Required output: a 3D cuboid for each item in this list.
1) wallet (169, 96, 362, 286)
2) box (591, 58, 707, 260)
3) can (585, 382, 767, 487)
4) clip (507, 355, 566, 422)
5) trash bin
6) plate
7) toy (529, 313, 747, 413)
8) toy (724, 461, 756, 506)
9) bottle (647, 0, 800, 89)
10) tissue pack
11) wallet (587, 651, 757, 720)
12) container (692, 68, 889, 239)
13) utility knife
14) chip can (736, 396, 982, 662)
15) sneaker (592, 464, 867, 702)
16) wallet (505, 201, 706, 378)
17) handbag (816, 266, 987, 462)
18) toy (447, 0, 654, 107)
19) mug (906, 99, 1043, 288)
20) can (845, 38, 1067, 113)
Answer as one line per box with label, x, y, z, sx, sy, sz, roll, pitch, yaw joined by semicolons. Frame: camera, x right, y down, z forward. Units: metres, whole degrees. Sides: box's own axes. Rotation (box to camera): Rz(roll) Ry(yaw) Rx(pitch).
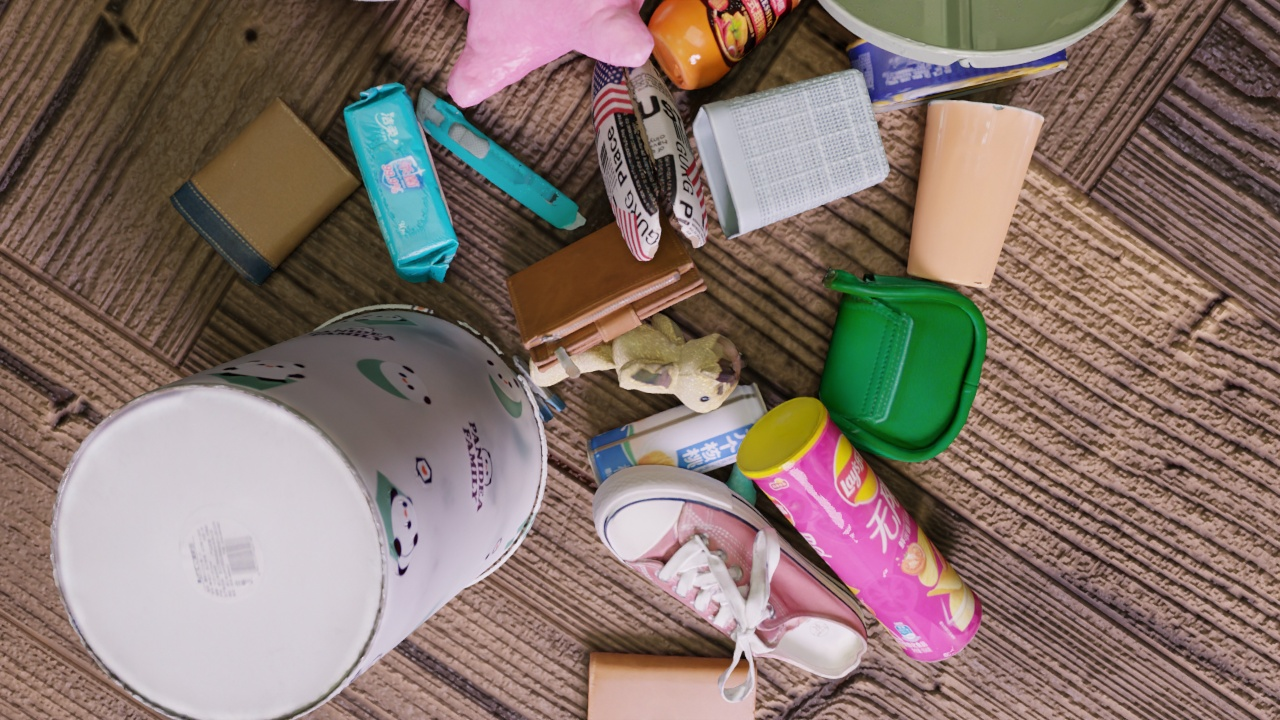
wallet;-0.279;-0.126;0.685;0.115;0.033;0.090;-43;96;4
box;-0.008;-0.144;0.634;0.082;0.075;0.163;-18;67;13
can;0.030;0.061;0.684;0.134;0.053;0.053;-20;95;3
clip;-0.082;0.021;0.697;0.038;0.026;0.058;-40;93;12
trash bin;-0.199;0.086;0.581;0.230;0.251;0.229;1;97;8
plate;0.213;-0.282;0.612;0.230;0.027;0.229;-1;65;2
toy;-0.004;0.004;0.662;0.157;0.105;0.066;3;109;18
toy;0.046;0.127;0.703;0.092;0.030;0.096;-9;102;7
bottle;0.077;-0.257;0.652;0.149;0.067;0.067;-37;94;-3
tissue pack;-0.167;-0.118;0.651;0.050;0.093;0.133;-19;95;-13
wallet;0.024;0.283;0.716;0.132;0.031;0.108;2;92;2
container;0.105;-0.146;0.646;0.111;0.090;0.090;-17;95;0
utility knife;-0.106;-0.148;0.687;0.157;0.013;0.029;36;97;-2
chip can;0.159;0.123;0.651;0.071;0.071;0.210;-40;109;4
sneaker;0.070;0.164;0.654;0.241;0.087;0.118;36;110;-13
wallet;-0.028;-0.052;0.650;0.131;0.119;0.035;-26;135;3
handbag;0.179;0.003;0.667;0.120;0.068;0.131;12;95;0
toy;-0.053;-0.271;0.636;0.195;0.074;0.178;-9;74;21
mug;0.232;-0.117;0.655;0.078;0.078;0.123;10;101;0
can;0.222;-0.213;0.644;0.148;0.074;0.049;-12;97;1
